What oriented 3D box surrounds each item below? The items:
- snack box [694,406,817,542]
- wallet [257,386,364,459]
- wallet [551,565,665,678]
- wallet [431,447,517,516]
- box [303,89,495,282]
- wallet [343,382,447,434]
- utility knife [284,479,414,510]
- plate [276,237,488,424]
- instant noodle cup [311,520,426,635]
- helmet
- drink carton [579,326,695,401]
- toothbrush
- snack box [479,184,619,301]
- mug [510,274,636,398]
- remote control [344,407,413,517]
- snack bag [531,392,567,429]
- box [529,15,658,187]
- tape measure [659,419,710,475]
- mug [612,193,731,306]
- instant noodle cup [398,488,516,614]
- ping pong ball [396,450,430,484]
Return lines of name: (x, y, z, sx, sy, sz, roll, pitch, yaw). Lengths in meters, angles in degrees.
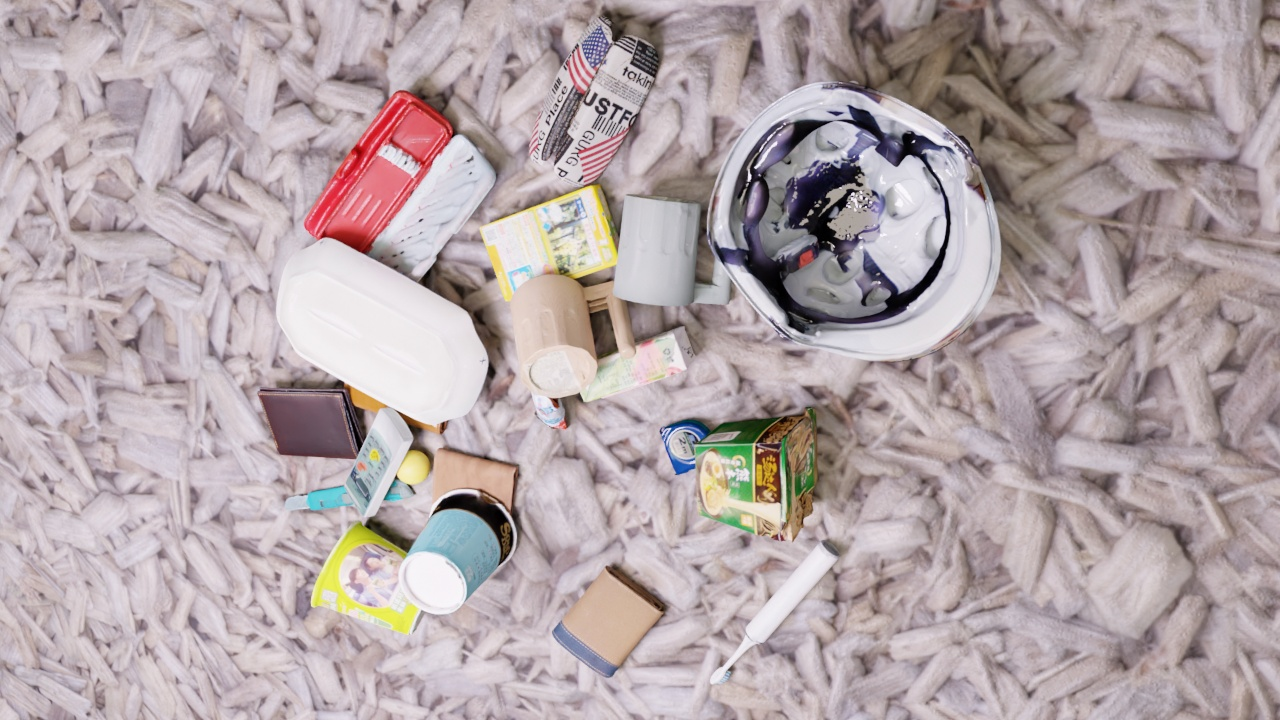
snack box: (0.117, 0.113, 0.948, 0.106, 0.118, 0.117, 3, 104, 25)
wallet: (-0.397, 0.076, 1.106, 0.122, 0.020, 0.096, 1, 117, 17)
wallet: (-0.038, 0.305, 1.072, 0.090, 0.033, 0.115, 36, 108, 2)
wallet: (-0.200, 0.167, 1.089, 0.101, 0.020, 0.115, 13, 109, 11)
box: (-0.262, -0.176, 1.005, 0.157, 0.069, 0.201, 42, 109, -3)
wallet: (-0.279, 0.014, 1.070, 0.131, 0.035, 0.119, 18, 113, 11)
utility knife: (-0.364, 0.170, 1.136, 0.185, 0.013, 0.029, -10, 97, 17)
plate: (-0.296, -0.025, 1.018, 0.266, 0.034, 0.162, 29, 117, 5)
instant noodle cup: (-0.311, 0.269, 1.102, 0.123, 0.111, 0.112, 26, 108, 0)
helmet: (0.194, -0.129, 0.847, 0.258, 0.145, 0.229, 34, 110, -3)
drink carton: (-0.006, 0.006, 0.980, 0.123, 0.053, 0.045, -20, 97, 19)
toothbrush: (0.144, 0.286, 1.020, 0.026, 0.026, 0.221, 25, 111, -28)
snack box: (-0.094, -0.125, 0.985, 0.141, 0.033, 0.087, -17, 98, 20)
mug: (-0.070, -0.029, 0.954, 0.124, 0.103, 0.084, -13, 138, 0)
remote control: (-0.309, 0.120, 1.078, 0.056, 0.019, 0.135, 48, 121, 27)
snack bag: (-0.100, 0.050, 1.001, 0.045, 0.105, 0.026, 41, 75, 15)
box: (-0.054, -0.266, 0.939, 0.086, 0.075, 0.162, 47, 117, 34)
tape measure: (0.053, 0.092, 1.000, 0.055, 0.025, 0.058, -19, 101, 16)
mug: (0.037, -0.112, 0.935, 0.124, 0.083, 0.103, 2, 104, -13)
instant noodle cup: (-0.212, 0.219, 1.035, 0.111, 0.120, 0.111, 4, 110, 12)
ping pong ball: (-0.269, 0.126, 1.086, 0.040, 0.040, 0.040, 3, 104, 14)
